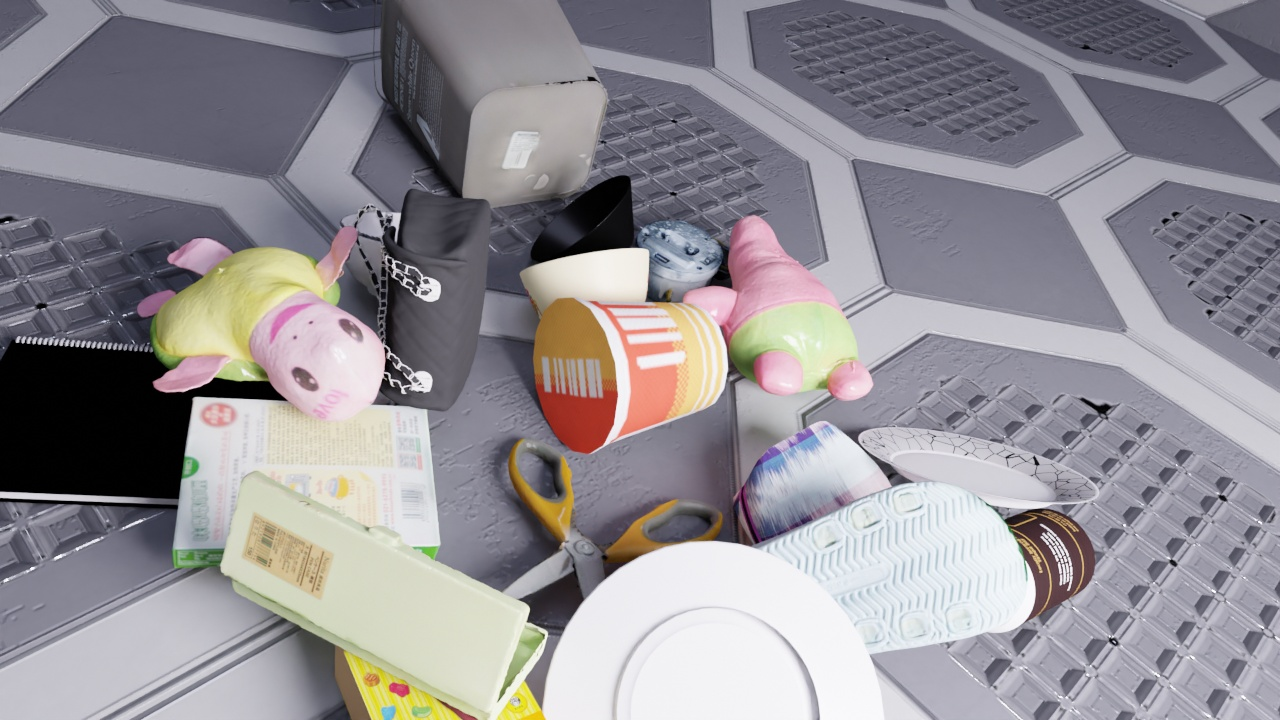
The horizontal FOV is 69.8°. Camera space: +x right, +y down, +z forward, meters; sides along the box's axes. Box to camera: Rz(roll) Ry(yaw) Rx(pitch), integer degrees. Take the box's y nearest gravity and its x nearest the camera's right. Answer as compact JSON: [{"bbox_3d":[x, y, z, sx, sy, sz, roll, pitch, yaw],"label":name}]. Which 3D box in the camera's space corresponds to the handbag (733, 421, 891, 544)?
[{"bbox_3d":[0.161,0.137,0.705,0.144,0.068,0.170,-23,60,-34],"label":"handbag"}]

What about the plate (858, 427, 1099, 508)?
[{"bbox_3d":[0.275,0.091,0.761,0.188,0.016,0.188,8,11,-2],"label":"plate"}]

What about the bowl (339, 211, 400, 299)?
[{"bbox_3d":[-0.212,-0.090,0.824,0.113,0.063,0.113,9,20,-3],"label":"bowl"}]

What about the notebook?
[{"bbox_3d":[-0.376,0.044,0.680,0.206,0.016,0.148,4,44,-11],"label":"notebook"}]

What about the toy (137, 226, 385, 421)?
[{"bbox_3d":[-0.288,-0.032,0.696,0.238,0.088,0.189,21,51,25],"label":"toy"}]

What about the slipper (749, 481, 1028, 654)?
[{"bbox_3d":[0.134,0.154,0.625,0.245,0.074,0.104,-18,77,4],"label":"slipper"}]

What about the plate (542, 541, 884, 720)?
[{"bbox_3d":[0.046,0.212,0.550,0.208,0.015,0.208,2,68,-5],"label":"plate"}]

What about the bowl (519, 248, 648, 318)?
[{"bbox_3d":[-0.044,-0.052,0.827,0.117,0.118,0.074,-10,89,-25],"label":"bowl"}]

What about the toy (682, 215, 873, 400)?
[{"bbox_3d":[0.126,-0.048,0.857,0.191,0.097,0.236,10,44,-28],"label":"toy"}]

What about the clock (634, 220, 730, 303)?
[{"bbox_3d":[0.044,-0.104,0.932,0.090,0.052,0.129,35,46,21],"label":"clock"}]

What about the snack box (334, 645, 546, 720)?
[{"bbox_3d":[-0.116,0.205,0.538,0.088,0.040,0.126,-10,37,-32],"label":"snack box"}]

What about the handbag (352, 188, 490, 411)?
[{"bbox_3d":[-0.180,-0.047,0.717,0.114,0.154,0.125,10,27,-10],"label":"handbag"}]

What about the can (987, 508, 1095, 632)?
[{"bbox_3d":[0.280,0.154,0.683,0.128,0.072,0.072,-3,42,-44],"label":"can"}]

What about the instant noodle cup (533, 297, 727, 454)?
[{"bbox_3d":[-0.004,0.004,0.758,0.120,0.124,0.123,-9,46,-35],"label":"instant noodle cup"}]

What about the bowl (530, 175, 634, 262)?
[{"bbox_3d":[-0.044,-0.122,0.909,0.052,0.124,0.123,49,35,-25],"label":"bowl"}]

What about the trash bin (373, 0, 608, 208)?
[{"bbox_3d":[-0.158,-0.298,0.995,0.197,0.198,0.220,-14,56,-28],"label":"trash bin"}]

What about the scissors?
[{"bbox_3d":[-0.042,0.122,0.666,0.224,0.016,0.225,-16,42,-45],"label":"scissors"}]

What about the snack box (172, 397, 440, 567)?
[{"bbox_3d":[-0.233,0.085,0.654,0.167,0.027,0.131,4,44,-22],"label":"snack box"}]

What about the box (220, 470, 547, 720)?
[{"bbox_3d":[-0.146,0.135,0.545,0.188,0.091,0.083,24,9,13],"label":"box"}]
